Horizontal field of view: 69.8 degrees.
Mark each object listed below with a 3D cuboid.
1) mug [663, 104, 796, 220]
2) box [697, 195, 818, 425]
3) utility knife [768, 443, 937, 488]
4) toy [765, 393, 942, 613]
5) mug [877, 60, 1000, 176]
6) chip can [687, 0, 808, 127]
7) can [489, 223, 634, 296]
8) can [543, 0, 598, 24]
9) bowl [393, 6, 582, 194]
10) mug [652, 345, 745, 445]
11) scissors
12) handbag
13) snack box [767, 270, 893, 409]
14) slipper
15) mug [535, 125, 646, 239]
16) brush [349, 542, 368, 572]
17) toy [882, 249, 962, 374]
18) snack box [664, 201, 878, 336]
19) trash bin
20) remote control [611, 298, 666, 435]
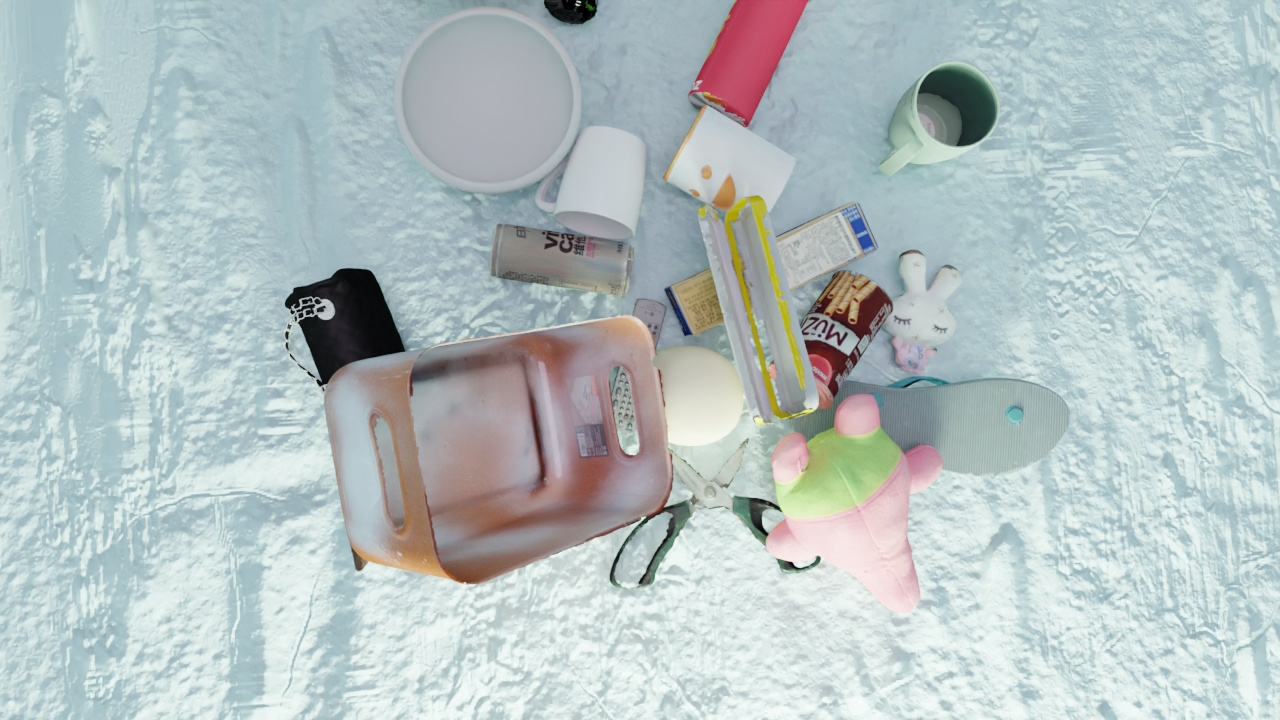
[{"bbox_3d":[0.087,-0.188,0.897,0.105,0.082,0.082,29,87,-4],"label":"mug"},{"bbox_3d":[0.104,-0.045,0.841,0.070,0.067,0.210,-14,82,-1],"label":"box"},{"bbox_3d":[0.216,0.107,0.935,0.176,0.015,0.022,8,89,-1],"label":"utility knife"},{"bbox_3d":[0.212,0.147,0.887,0.192,0.096,0.237,-29,108,3],"label":"toy"},{"bbox_3d":[0.279,-0.225,0.900,0.111,0.104,0.084,-45,92,-4],"label":"mug"},{"bbox_3d":[0.124,-0.344,0.910,0.069,0.069,0.220,26,88,-3],"label":"chip can"},{"bbox_3d":[-0.076,-0.098,0.898,0.135,0.054,0.054,9,88,-4],"label":"can"},{"bbox_3d":[-0.059,-0.406,0.906,0.054,0.054,0.137,11,88,-4],"label":"can"},{"bbox_3d":[-0.145,-0.244,0.890,0.176,0.066,0.176,0,89,-4],"label":"bowl"},{"bbox_3d":[0.060,0.033,0.876,0.120,0.100,0.096,-6,93,-13],"label":"mug"},{"bbox_3d":[0.069,0.179,0.923,0.201,0.015,0.203,44,88,-3],"label":"scissors"},{"bbox_3d":[-0.281,-0.003,0.847,0.114,0.125,0.153,-18,90,-4],"label":"handbag"},{"bbox_3d":[0.186,-0.021,0.895,0.072,0.072,0.121,37,75,-2],"label":"snack box"},{"bbox_3d":[0.286,0.064,0.928,0.269,0.054,0.098,1,91,7],"label":"slipper"},{"bbox_3d":[-0.051,-0.174,0.898,0.114,0.081,0.087,8,81,27],"label":"mug"},{"bbox_3d":[-0.244,0.147,0.837,0.008,0.143,0.045,-10,97,-2],"label":"brush"},{"bbox_3d":[0.285,-0.047,0.930,0.079,0.038,0.122,11,91,-11],"label":"toy"},{"bbox_3d":[0.128,-0.090,0.912,0.206,0.057,0.056,-25,92,-5],"label":"snack box"},{"bbox_3d":[-0.120,0.067,0.784,0.259,0.158,0.181,-13,96,-47],"label":"trash bin"},{"bbox_3d":[-0.005,0.005,0.921,0.033,0.013,0.136,15,88,-4],"label":"remote control"}]
